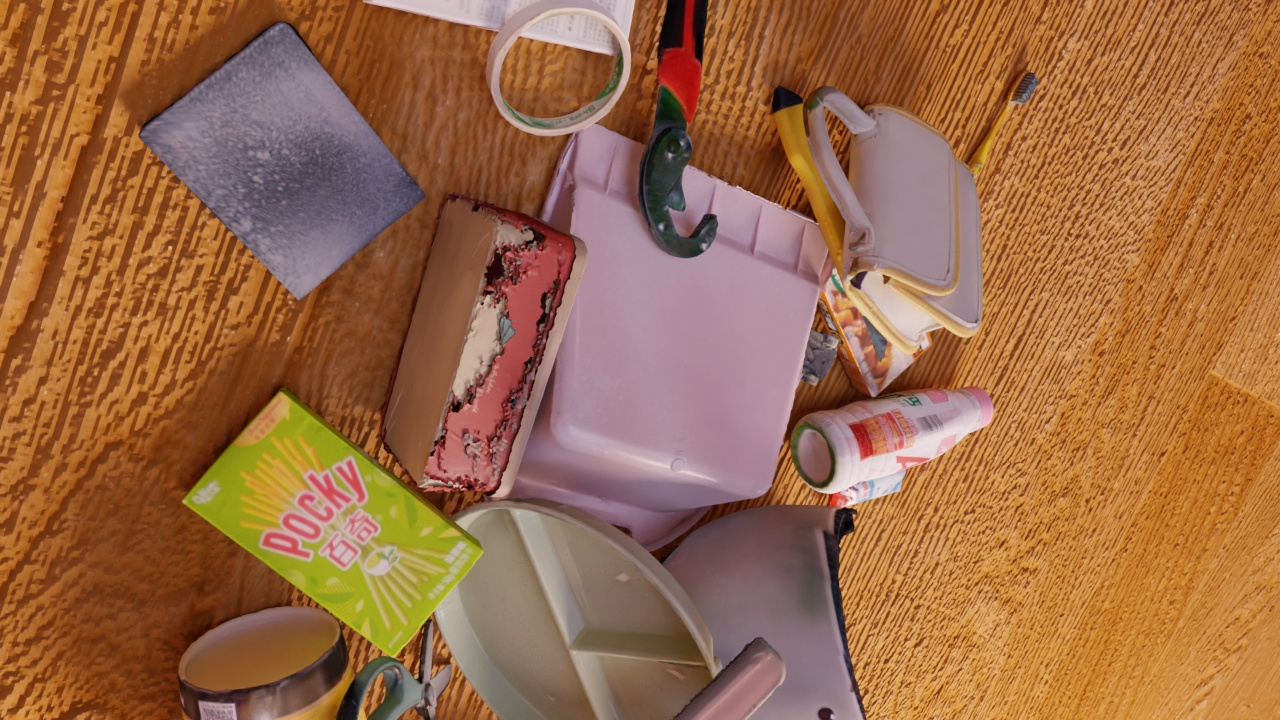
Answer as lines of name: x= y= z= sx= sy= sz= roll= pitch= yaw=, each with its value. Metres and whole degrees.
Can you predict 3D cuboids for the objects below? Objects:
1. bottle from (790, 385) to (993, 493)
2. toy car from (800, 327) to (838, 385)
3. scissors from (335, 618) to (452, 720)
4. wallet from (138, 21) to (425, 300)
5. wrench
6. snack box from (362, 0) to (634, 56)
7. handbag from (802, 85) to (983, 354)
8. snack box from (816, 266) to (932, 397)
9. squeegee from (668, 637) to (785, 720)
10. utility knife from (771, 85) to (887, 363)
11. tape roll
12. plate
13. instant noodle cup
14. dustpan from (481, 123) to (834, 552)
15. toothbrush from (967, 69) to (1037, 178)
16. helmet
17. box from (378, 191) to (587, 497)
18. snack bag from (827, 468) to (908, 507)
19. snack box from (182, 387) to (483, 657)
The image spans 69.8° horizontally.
bottle: x=0.223 y=0.060 z=0.792 sx=0.196 sy=0.068 sz=0.068 roll=-12 pitch=116 yaw=-29
toy car: x=0.116 y=-0.012 z=0.714 sx=0.090 sy=0.034 sz=0.043 roll=21 pitch=95 yaw=-34
scissors: x=-0.153 y=0.242 z=0.584 sx=0.019 sy=0.170 sz=0.181 roll=-9 pitch=149 yaw=10
wallet: x=-0.191 y=-0.107 z=0.501 sx=0.097 sy=0.019 sz=0.121 roll=-43 pitch=124 yaw=-11
wrench: x=0.032 y=-0.201 z=0.569 sx=0.056 sy=0.016 sz=0.273 roll=0 pitch=98 yaw=-28
snack box: x=-0.072 y=-0.228 z=0.515 sx=0.156 sy=0.027 sz=0.085 roll=1 pitch=110 yaw=-31
handbag: x=0.177 y=-0.112 z=0.647 sx=0.178 sy=0.063 sz=0.163 roll=34 pitch=52 yaw=-33
snack box: x=0.183 y=-0.047 z=0.746 sx=0.075 sy=0.026 sz=0.154 roll=-41 pitch=125 yaw=-11
squeegee: x=0.101 y=0.295 z=0.576 sx=0.249 sy=0.040 sz=0.248 roll=26 pitch=119 yaw=-20
utility knife: x=0.136 y=-0.096 z=0.654 sx=0.033 sy=0.015 sz=0.209 roll=-25 pitch=95 yaw=-38
tape roll: x=-0.048 y=-0.171 z=0.538 sx=0.085 sy=0.014 sz=0.086 roll=-16 pitch=145 yaw=-12
plate: x=-0.044 y=0.186 z=0.602 sx=0.027 sy=0.230 sz=0.230 roll=-39 pitch=131 yaw=-49
instant noodle cup: x=-0.223 y=0.225 z=0.564 sx=0.118 sy=0.118 sz=0.114 roll=-12 pitch=108 yaw=-27
dustpan: x=-0.004 y=0.004 z=0.646 sx=0.222 sy=0.139 sz=0.273 roll=21 pitch=70 yaw=-25
toothbrush: x=0.277 y=-0.154 z=0.762 sx=0.016 sy=0.018 sz=0.191 roll=25 pitch=96 yaw=-34
helmet: x=0.070 y=0.226 z=0.692 sx=0.157 sy=0.229 sz=0.275 roll=8 pitch=138 yaw=2
box: x=-0.104 y=-0.009 z=0.547 sx=0.075 sy=0.091 sz=0.168 roll=10 pitch=105 yaw=-38
snack bag: x=0.205 y=0.111 z=0.826 sx=0.104 sy=0.026 sz=0.048 roll=-8 pitch=126 yaw=-28
snack box: x=-0.181 y=0.098 z=0.552 sx=0.156 sy=0.026 sz=0.085 roll=42 pitch=84 yaw=-13
